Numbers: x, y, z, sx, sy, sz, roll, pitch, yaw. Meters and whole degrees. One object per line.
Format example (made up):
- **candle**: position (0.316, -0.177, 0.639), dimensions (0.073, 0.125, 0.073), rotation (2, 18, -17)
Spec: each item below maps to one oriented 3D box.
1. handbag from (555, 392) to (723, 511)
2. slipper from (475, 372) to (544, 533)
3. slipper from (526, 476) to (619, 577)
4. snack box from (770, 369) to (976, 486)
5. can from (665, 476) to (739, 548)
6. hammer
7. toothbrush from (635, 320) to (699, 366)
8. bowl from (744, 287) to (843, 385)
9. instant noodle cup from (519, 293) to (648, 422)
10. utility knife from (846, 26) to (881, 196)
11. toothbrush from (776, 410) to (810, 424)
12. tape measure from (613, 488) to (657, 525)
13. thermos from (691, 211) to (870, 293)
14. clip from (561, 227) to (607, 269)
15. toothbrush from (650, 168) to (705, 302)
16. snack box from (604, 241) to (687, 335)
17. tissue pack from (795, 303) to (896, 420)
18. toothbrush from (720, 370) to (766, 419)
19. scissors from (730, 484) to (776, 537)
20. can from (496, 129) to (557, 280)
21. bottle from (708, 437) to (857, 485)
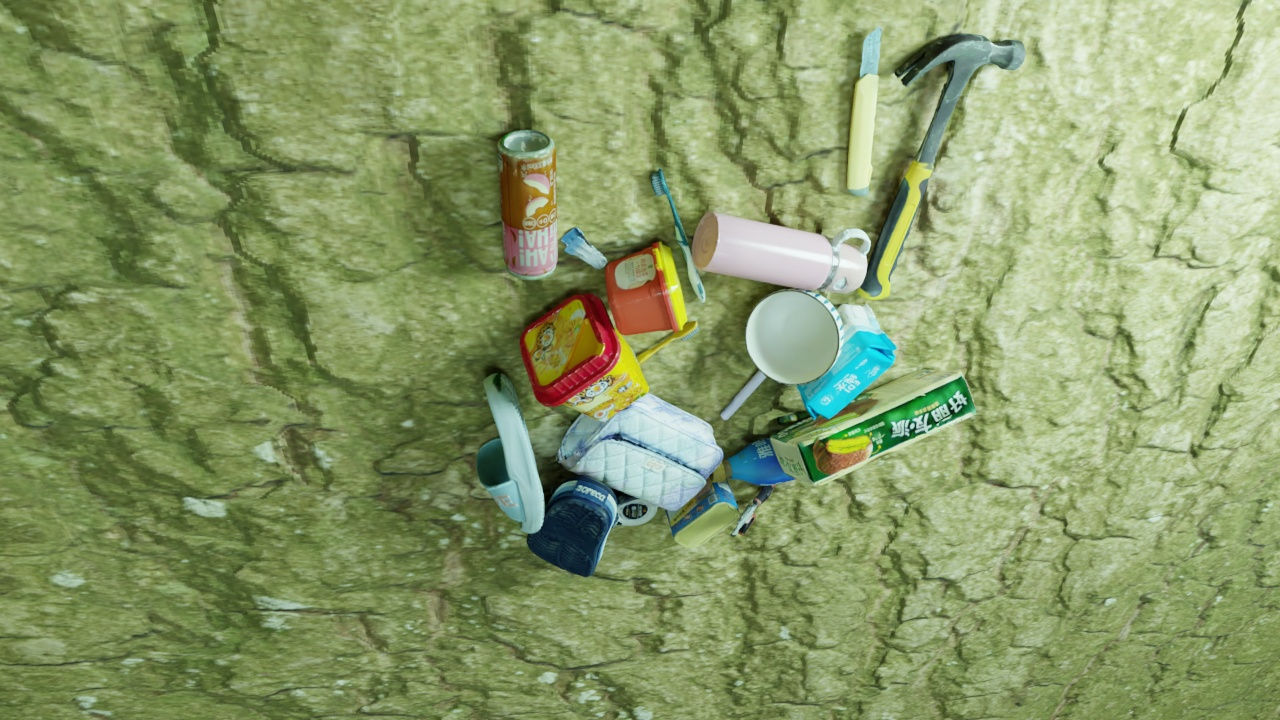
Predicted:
- **handbag**: position (0.004, 0.118, 1.197), dimensions (0.193, 0.075, 0.134), rotation (27, 118, -32)
- **slipper**: position (-0.169, 0.124, 1.140), dimensions (0.074, 0.104, 0.246), rotation (-14, 128, -8)
- **slipper**: position (-0.086, 0.212, 1.246), dimensions (0.105, 0.095, 0.253), rotation (25, 147, 4)
- **snack box**: position (0.299, 0.083, 1.191), dimensions (0.240, 0.114, 0.063), rotation (-23, 95, -9)
- **can**: position (0.082, 0.202, 1.286), dimensions (0.102, 0.083, 0.057), rotation (-40, 129, 19)
- **hammer**: position (0.307, -0.205, 1.029), dimensions (0.126, 0.031, 0.324), rotation (0, 130, -15)
- **toothbrush**: position (-0.007, 0.007, 1.138), dimensions (0.192, 0.016, 0.018), rotation (-34, 137, 13)
- **bowl**: position (0.192, -0.033, 1.109), dimensions (0.117, 0.116, 0.066), rotation (-53, 167, 28)
- **instant noodle cup**: position (-0.060, 0.005, 1.064), dimensions (0.116, 0.116, 0.123), rotation (-34, 142, 13)
- **utility knife**: position (0.239, -0.255, 0.973), dimensions (0.031, 0.021, 0.199), rotation (-15, 139, -9)
- **toothbrush**: position (0.278, 0.059, 1.263), dimensions (0.186, 0.012, 0.017), rotation (-14, 126, -3)
- **tape measure**: position (-0.011, 0.202, 1.294), dimensions (0.066, 0.033, 0.066), rotation (7, 130, -18)
- **thermos**: position (0.164, -0.124, 1.033), dimensions (0.198, 0.067, 0.087), rotation (8, 138, -20)
- **clip**: position (-0.060, -0.120, 1.010), dimensions (0.026, 0.041, 0.058), rotation (-40, 134, 15)
- **toothbrush**: position (0.044, -0.134, 1.029), dimensions (0.018, 0.016, 0.192), rotation (-14, 133, 10)
- **snack box**: position (0.004, -0.077, 1.019), dimensions (0.080, 0.091, 0.082), rotation (-13, 132, 5)
- **tissue pack**: position (0.251, 0.002, 1.153), dimensions (0.063, 0.090, 0.140), rotation (26, 120, -33)
- **toothbrush**: position (0.166, 0.014, 1.189), dimensions (0.021, 0.029, 0.190), rotation (43, 118, 5)
- **scissors**: position (0.146, 0.217, 1.260), dimensions (0.015, 0.204, 0.198), rotation (33, 139, 13)
- **can**: position (-0.114, -0.157, 0.936), dimensions (0.058, 0.057, 0.147), rotation (-6, 131, -11)
- **bottle**: position (0.200, 0.136, 1.267), dimensions (0.218, 0.065, 0.065), rotation (-9, 132, -11)
